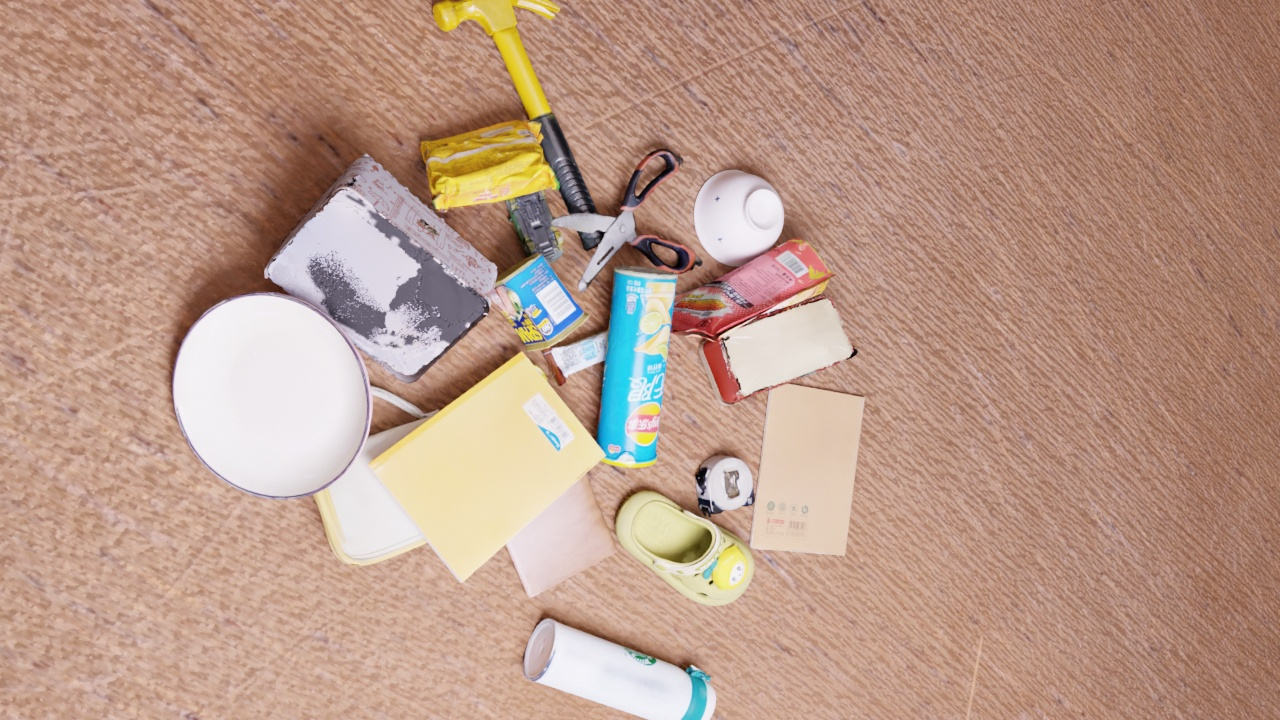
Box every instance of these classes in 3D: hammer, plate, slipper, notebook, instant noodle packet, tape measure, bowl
[{"bbox_3d":[-0.106,-0.263,0.996,0.128,0.033,0.301,-27,101,-22],"label":"hammer"},{"bbox_3d":[-0.333,0.031,0.846,0.192,0.039,0.192,1,100,8],"label":"plate"},{"bbox_3d":[0.058,0.219,1.048,0.190,0.082,0.091,34,78,-19],"label":"slipper"},{"bbox_3d":[-0.147,0.100,0.921,0.205,0.010,0.146,-40,92,-33],"label":"notebook"},{"bbox_3d":[-0.153,-0.197,0.928,0.128,0.110,0.044,-14,138,-9],"label":"instant noodle packet"},{"bbox_3d":[0.100,0.146,1.092,0.065,0.034,0.066,-12,96,-27],"label":"tape measure"},{"bbox_3d":[0.130,-0.173,1.090,0.118,0.065,0.118,0,91,-25],"label":"bowl"},{"bbox_3d":[0.213,0.139,1.160,0.147,0.008,0.207,9,86,-26],"label":"notebook"}]

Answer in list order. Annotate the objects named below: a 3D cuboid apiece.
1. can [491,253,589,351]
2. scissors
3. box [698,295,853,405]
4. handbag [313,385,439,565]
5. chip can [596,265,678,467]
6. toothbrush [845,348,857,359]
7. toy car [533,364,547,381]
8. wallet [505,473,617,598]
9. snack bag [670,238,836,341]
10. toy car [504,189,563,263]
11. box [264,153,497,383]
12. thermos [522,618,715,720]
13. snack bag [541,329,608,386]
[{"bbox_3d":[-0.111,-0.060,0.956,0.057,0.102,0.083,-40,103,-20],"label":"can"},{"bbox_3d":[-0.007,-0.156,1.027,0.224,0.015,0.189,11,81,-40],"label":"scissors"},{"bbox_3d":[0.166,-0.012,1.091,0.168,0.078,0.091,-19,85,-23],"label":"box"},{"bbox_3d":[-0.249,0.101,0.920,0.163,0.063,0.178,-19,83,-24],"label":"handbag"},{"bbox_3d":[-0.006,0.006,0.996,0.071,0.071,0.210,1,103,-26],"label":"chip can"},{"bbox_3d":[0.194,0.009,1.151,0.189,0.016,0.014,-14,105,-22],"label":"toothbrush"},{"bbox_3d":[-0.139,0.049,0.980,0.048,0.032,0.105,39,76,-21],"label":"toy car"},{"bbox_3d":[-0.092,0.191,1.010,0.115,0.020,0.101,-24,101,-21],"label":"wallet"},{"bbox_3d":[0.115,-0.074,1.055,0.207,0.129,0.073,-25,119,-27],"label":"snack bag"},{"bbox_3d":[-0.116,-0.147,0.988,0.043,0.036,0.091,-24,101,-23],"label":"toy car"},{"bbox_3d":[-0.243,-0.097,0.903,0.150,0.166,0.182,-38,115,22],"label":"box"},{"bbox_3d":[-0.016,0.351,1.018,0.224,0.073,0.073,27,78,-23],"label":"thermos"},{"bbox_3d":[-0.057,-0.010,1.021,0.104,0.026,0.048,-26,94,-22],"label":"snack bag"}]
